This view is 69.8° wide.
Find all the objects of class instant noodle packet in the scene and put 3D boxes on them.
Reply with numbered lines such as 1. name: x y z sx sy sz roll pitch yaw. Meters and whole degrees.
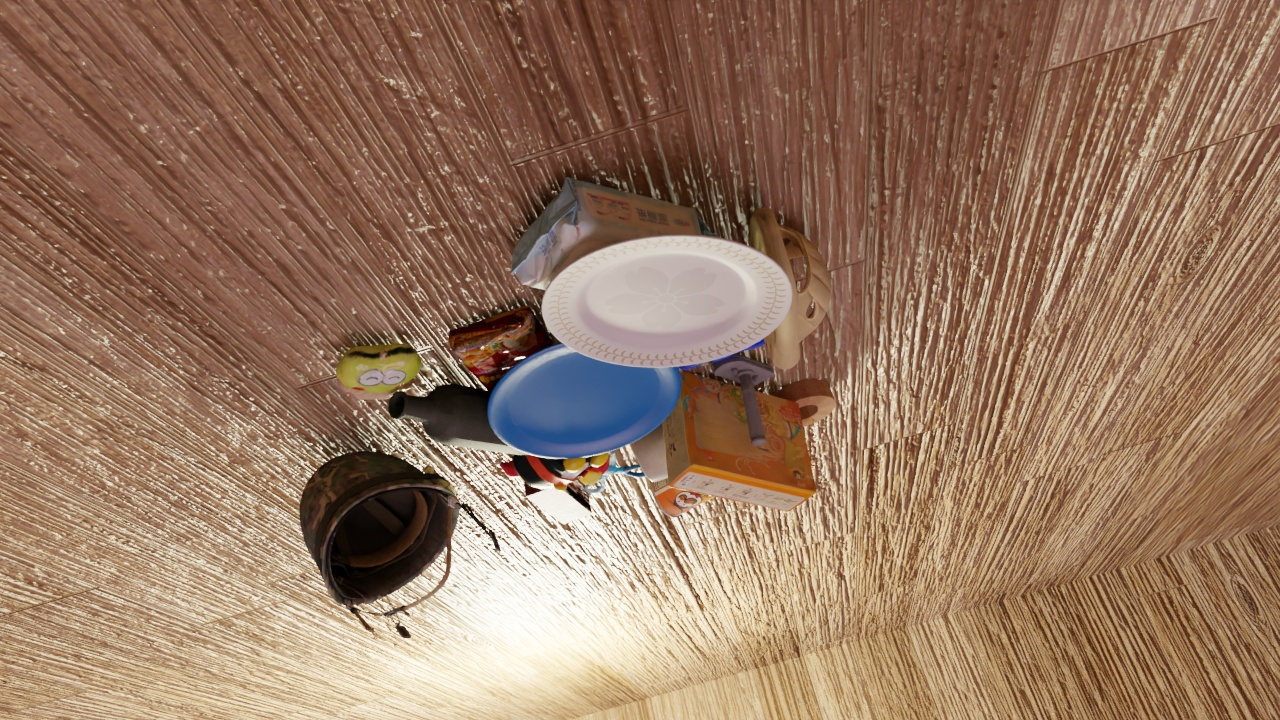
1. instant noodle packet: -0.150 -0.011 1.034 0.098 0.039 0.135 -21 150 4

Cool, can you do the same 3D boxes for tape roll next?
1. tape roll: 0.232 0.064 1.324 0.094 0.027 0.094 -11 149 -7

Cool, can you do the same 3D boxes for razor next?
1. razor: 0.142 0.054 1.184 0.088 0.116 0.047 18 143 -42

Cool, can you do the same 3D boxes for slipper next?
1. slipper: 0.169 -0.071 1.000 0.079 0.111 0.262 -13 153 3

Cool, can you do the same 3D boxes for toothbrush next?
1. toothbrush: 0.136 -0.018 1.162 0.182 0.016 0.018 -18 154 5

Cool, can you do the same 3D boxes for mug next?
1. mug: 0.031 0.111 1.279 0.071 0.084 0.113 -21 115 15

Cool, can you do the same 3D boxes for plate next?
1. plate: -0.065 0.040 1.058 0.224 0.024 0.225 -9 142 -7
2. plate: 0.025 -0.056 0.895 0.242 0.016 0.243 -2 152 -1

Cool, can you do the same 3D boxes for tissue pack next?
1. tissue pack: -0.023 -0.108 0.897 0.181 0.070 0.112 8 145 -34

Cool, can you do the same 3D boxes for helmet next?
1. helmet: -0.314 0.223 1.158 0.192 0.236 0.224 -47 138 -9

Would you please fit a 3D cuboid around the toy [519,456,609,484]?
1. toy: -0.109 0.151 1.295 0.137 0.067 0.105 -10 157 9

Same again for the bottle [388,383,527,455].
1. bottle: -0.204 0.067 1.086 0.072 0.071 0.206 -34 150 29

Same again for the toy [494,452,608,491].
1. toy: -0.119 0.124 1.205 0.119 0.099 0.097 -39 163 24

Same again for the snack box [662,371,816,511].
1. snack box: 0.123 0.112 1.220 0.195 0.145 0.081 15 139 -26

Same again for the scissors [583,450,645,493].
1. scissors: -0.037 0.169 1.401 0.134 0.012 0.134 -6 147 -13

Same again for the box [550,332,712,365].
1. box: 0.009 -0.046 1.034 0.205 0.050 0.118 0 144 -23

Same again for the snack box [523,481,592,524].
1. snack box: -0.125 0.208 1.405 0.051 0.031 0.141 -20 149 10

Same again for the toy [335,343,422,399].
1. toy: -0.289 0.016 1.012 0.092 0.046 0.115 -6 157 -23

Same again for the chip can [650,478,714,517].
1. chip can: 0.121 0.161 1.390 0.216 0.075 0.075 -32 145 27
